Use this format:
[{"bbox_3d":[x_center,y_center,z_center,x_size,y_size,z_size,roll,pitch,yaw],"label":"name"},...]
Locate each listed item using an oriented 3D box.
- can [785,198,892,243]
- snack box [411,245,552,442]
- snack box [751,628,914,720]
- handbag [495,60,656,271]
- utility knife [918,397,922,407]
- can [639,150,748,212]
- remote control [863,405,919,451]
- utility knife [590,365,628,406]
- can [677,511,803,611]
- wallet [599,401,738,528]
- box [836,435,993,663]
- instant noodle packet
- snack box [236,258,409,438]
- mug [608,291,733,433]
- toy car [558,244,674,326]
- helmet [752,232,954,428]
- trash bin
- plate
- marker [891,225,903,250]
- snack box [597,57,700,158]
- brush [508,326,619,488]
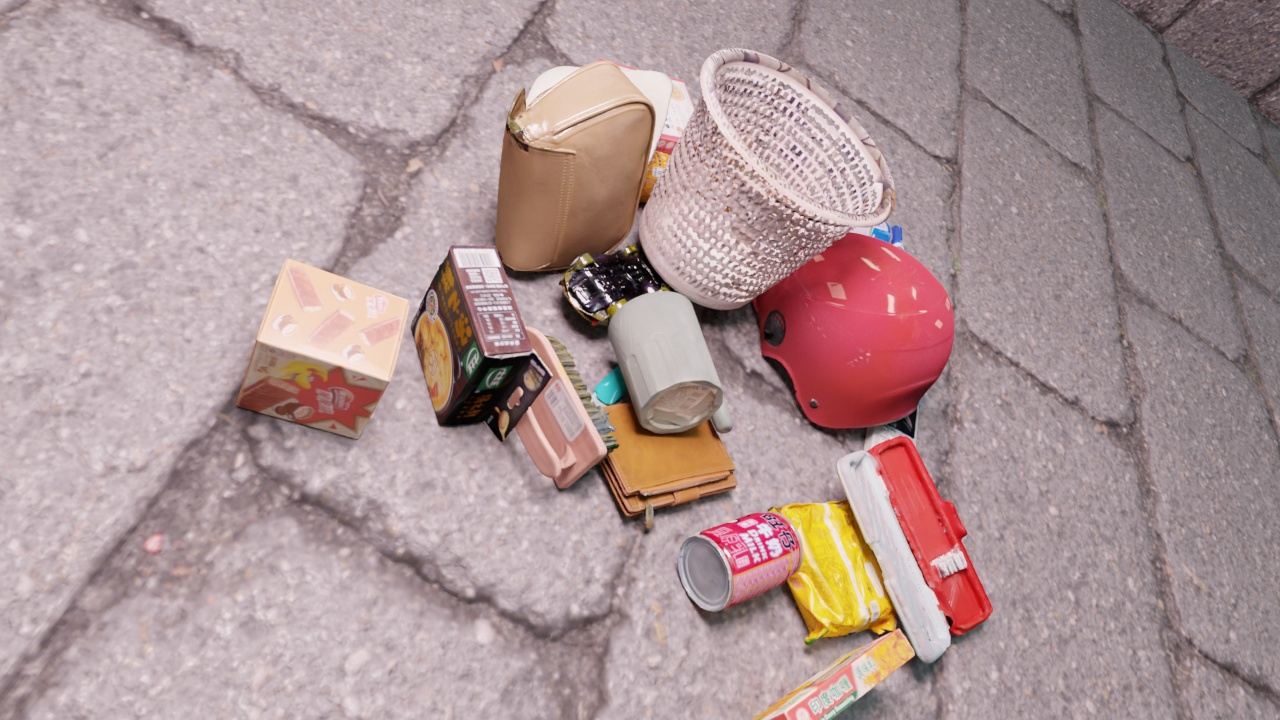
[{"bbox_3d":[0.248,-0.166,1.152,0.134,0.053,0.053,11,53,-27],"label":"can"},{"bbox_3d":[-0.133,-0.010,0.743,0.053,0.114,0.125,-4,60,-34],"label":"snack box"},{"bbox_3d":[0.150,0.272,0.748,0.155,0.077,0.027,-16,68,-40],"label":"snack box"},{"bbox_3d":[-0.068,-0.175,0.851,0.147,0.205,0.100,-26,62,-30],"label":"handbag"},{"bbox_3d":[0.338,-0.023,1.129,0.034,0.018,0.207,30,48,-9],"label":"utility knife"},{"bbox_3d":[0.050,-0.200,1.043,0.145,0.058,0.058,6,55,-30],"label":"can"},{"bbox_3d":[0.275,0.087,1.006,0.058,0.021,0.149,31,47,-11],"label":"remote control"},{"bbox_3d":[-0.005,0.005,0.887,0.029,0.013,0.177,46,49,3],"label":"utility knife"},{"bbox_3d":[0.087,0.170,0.789,0.093,0.067,0.066,-10,64,-38],"label":"can"},{"bbox_3d":[0.022,0.085,0.830,0.130,0.035,0.119,-7,60,-37],"label":"wallet"},{"bbox_3d":[0.264,0.177,0.896,0.160,0.050,0.201,-10,73,-47],"label":"box"},{"bbox_3d":[0.176,0.194,0.846,0.110,0.044,0.128,2,60,-35],"label":"instant noodle packet"},{"bbox_3d":[-0.237,-0.006,0.685,0.094,0.093,0.076,19,50,-21],"label":"snack box"},{"bbox_3d":[0.035,0.009,0.841,0.124,0.084,0.103,29,33,-44],"label":"mug"},{"bbox_3d":[-0.020,-0.074,0.914,0.070,0.042,0.157,52,33,9],"label":"toy car"},{"bbox_3d":[0.238,-0.058,0.992,0.206,0.144,0.240,-14,61,-30],"label":"helmet"},{"bbox_3d":[0.107,-0.164,0.924,0.227,0.193,0.227,21,46,-23],"label":"trash bin"},{"bbox_3d":[-0.052,-0.252,0.991,0.164,0.034,0.164,8,58,14],"label":"plate"},{"bbox_3d":[0.342,-0.124,1.209,0.017,0.017,0.145,23,48,-18],"label":"marker"},{"bbox_3d":[0.007,-0.291,1.091,0.127,0.044,0.113,3,57,-33],"label":"snack box"},{"bbox_3d":[-0.081,0.033,0.781,0.072,0.063,0.145,-6,61,-48],"label":"brush"}]
